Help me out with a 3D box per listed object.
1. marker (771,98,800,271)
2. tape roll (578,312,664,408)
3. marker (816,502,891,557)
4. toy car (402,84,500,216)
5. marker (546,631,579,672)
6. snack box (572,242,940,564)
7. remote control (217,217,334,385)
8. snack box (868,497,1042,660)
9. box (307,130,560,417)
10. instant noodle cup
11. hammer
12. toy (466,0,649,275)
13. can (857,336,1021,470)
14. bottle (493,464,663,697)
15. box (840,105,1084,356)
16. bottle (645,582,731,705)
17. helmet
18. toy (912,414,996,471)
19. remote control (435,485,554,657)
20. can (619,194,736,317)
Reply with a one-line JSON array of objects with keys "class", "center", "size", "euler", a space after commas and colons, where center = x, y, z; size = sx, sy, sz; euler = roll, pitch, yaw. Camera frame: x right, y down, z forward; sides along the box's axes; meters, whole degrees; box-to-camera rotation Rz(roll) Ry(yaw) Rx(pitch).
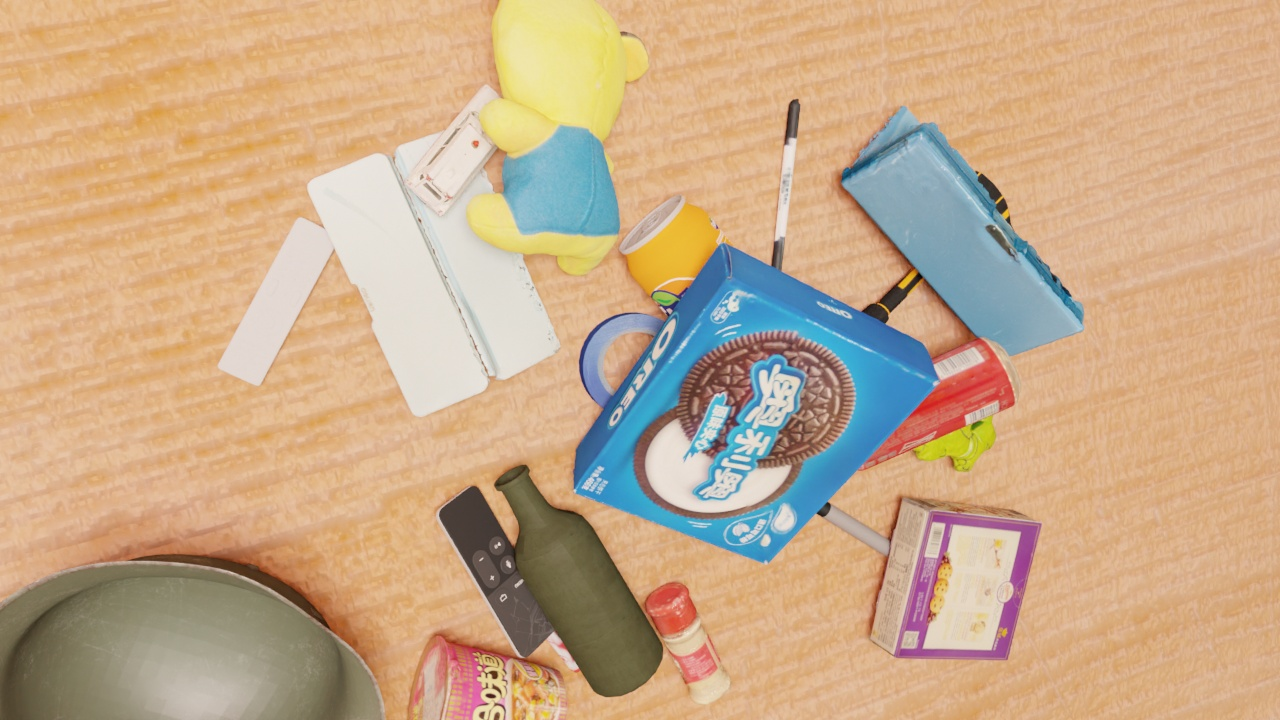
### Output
[{"class": "marker", "center": [0.126, -0.150, 0.799], "size": [0.011, 0.011, 0.152], "euler": [3, 97, -17]}, {"class": "tape roll", "center": [-0.005, 0.005, 0.780], "size": [0.091, 0.016, 0.093], "euler": [-38, 106, -8]}, {"class": "marker", "center": [0.187, 0.148, 0.856], "size": [0.140, 0.016, 0.016], "euler": [32, 88, -18]}, {"class": "toy car", "center": [-0.130, -0.162, 0.691], "size": [0.039, 0.039, 0.112], "euler": [44, 61, -24]}, {"class": "marker", "center": [-0.093, 0.217, 0.788], "size": [0.012, 0.013, 0.142], "euler": [-37, 106, -8]}, {"class": "snack box", "center": [0.084, 0.047, 0.735], "size": [0.195, 0.056, 0.239], "euler": [24, 121, -19]}, {"class": "remote control", "center": [-0.275, -0.045, 0.698], "size": [0.033, 0.012, 0.131], "euler": [28, 89, -20]}, {"class": "snack box", "center": [0.302, 0.211, 0.876], "size": [0.148, 0.040, 0.143], "euler": [10, 95, -25]}, {"class": "box", "center": [-0.155, -0.069, 0.710], "size": [0.136, 0.049, 0.197], "euler": [-26, 102, -19]}, {"class": "instant noodle cup", "center": [-0.124, 0.282, 0.752], "size": [0.108, 0.098, 0.098], "euler": [17, 93, -26]}, {"class": "hammer", "center": [0.216, -0.048, 0.830], "size": [0.320, 0.036, 0.123], "euler": [-43, 106, -9]}, {"class": "toy", "center": [-0.057, -0.178, 0.687], "size": [0.148, 0.084, 0.214], "euler": [8, 88, -55]}, {"class": "can", "center": [0.245, 0.041, 0.812], "size": [0.170, 0.067, 0.067], "euler": [-25, 104, 5]}, {"class": "bottle", "center": [-0.056, 0.180, 0.762], "size": [0.071, 0.071, 0.207], "euler": [-31, 105, -10]}, {"class": "box", "center": [0.289, -0.119, 0.803], "size": [0.231, 0.094, 0.101], "euler": [43, 52, -15]}, {"class": "bottle", "center": [0.043, 0.253, 0.816], "size": [0.044, 0.044, 0.109], "euler": [-28, 105, -11]}, {"class": "helmet", "center": [-0.316, 0.232, 0.652], "size": [0.267, 0.154, 0.227], "euler": [25, 89, -17]}, {"class": "toy", "center": [0.296, 0.068, 0.867], "size": [0.094, 0.036, 0.093], "euler": [-41, 109, -14]}, {"class": "remote control", "center": [-0.118, 0.175, 0.760], "size": [0.045, 0.008, 0.146], "euler": [-37, 104, -42]}, {"class": "can", "center": [0.054, -0.060, 0.755], "size": [0.079, 0.079, 0.142], "euler": [-44, 107, -6]}]
